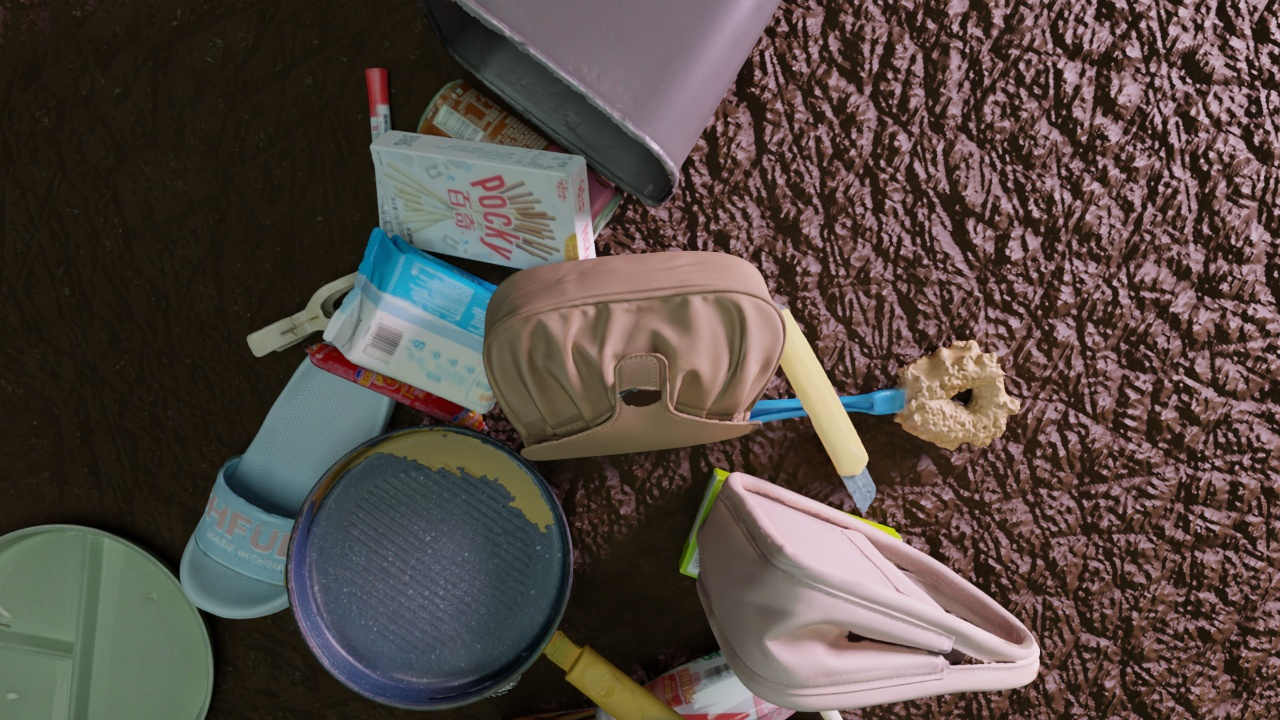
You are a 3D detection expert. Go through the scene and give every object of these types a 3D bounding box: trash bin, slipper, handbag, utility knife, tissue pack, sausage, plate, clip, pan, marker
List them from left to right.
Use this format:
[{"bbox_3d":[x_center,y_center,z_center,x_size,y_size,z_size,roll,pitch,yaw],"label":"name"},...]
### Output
[{"bbox_3d":[-0.455,0.241,0.744,0.230,0.027,0.230,0,99,1],"label":"plate"},{"bbox_3d":[-0.266,0.095,0.697,0.104,0.074,0.245,30,96,-5],"label":"slipper"},{"bbox_3d":[-0.244,-0.033,0.685,0.103,0.076,0.034,-25,97,-7],"label":"clip"},{"bbox_3d":[-0.192,-0.144,0.690,0.017,0.017,0.145,-3,98,1],"label":"marker"},{"bbox_3d":[-0.178,0.021,0.684,0.155,0.020,0.020,28,98,-30],"label":"sausage"},{"bbox_3d":[-0.147,-0.027,0.669,0.140,0.063,0.090,25,98,-27],"label":"tissue pack"},{"bbox_3d":[-0.080,0.188,0.644,0.357,0.078,0.197,34,83,-3],"label":"pan"},{"bbox_3d":[-0.004,0.004,0.633,0.204,0.099,0.148,-7,126,-3],"label":"handbag"},{"bbox_3d":[0.000,-0.249,0.592,0.198,0.199,0.220,36,90,-4],"label":"trash bin"},{"bbox_3d":[0.129,0.029,0.678,0.031,0.019,0.176,-27,66,6],"label":"utility knife"},{"bbox_3d":[0.162,0.164,0.626,0.234,0.193,0.093,14,99,-12],"label":"handbag"}]

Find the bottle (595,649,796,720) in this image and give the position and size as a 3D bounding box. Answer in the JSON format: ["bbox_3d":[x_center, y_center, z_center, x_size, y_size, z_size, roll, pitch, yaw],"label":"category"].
[{"bbox_3d":[0.066,0.257,0.701,0.197,0.068,0.068,-24,97,2],"label":"bottle"}]

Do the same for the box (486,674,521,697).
[{"bbox_3d":[-0.140,0.185,0.706,0.075,0.076,0.163,-17,98,1],"label":"box"}]

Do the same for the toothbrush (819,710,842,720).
[{"bbox_3d":[0.151,0.280,0.747,0.020,0.029,0.189,-21,102,47],"label":"toothbrush"}]

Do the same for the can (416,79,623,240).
[{"bbox_3d":[-0.088,-0.140,0.668,0.147,0.058,0.058,35,97,-4],"label":"can"}]

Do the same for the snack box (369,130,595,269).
[{"bbox_3d":[-0.110,-0.110,0.645,0.157,0.026,0.085,13,134,19],"label":"snack box"}]

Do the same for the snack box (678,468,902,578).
[{"bbox_3d":[0.117,0.151,0.724,0.156,0.026,0.086,19,98,-2],"label":"snack box"}]

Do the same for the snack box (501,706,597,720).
[{"bbox_3d":[-0.074,0.299,0.690,0.087,0.140,0.033,-8,86,2],"label":"snack box"}]

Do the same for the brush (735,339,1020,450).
[{"bbox_3d":[0.159,0.035,0.705,0.255,0.045,0.083,-6,101,5],"label":"brush"}]
